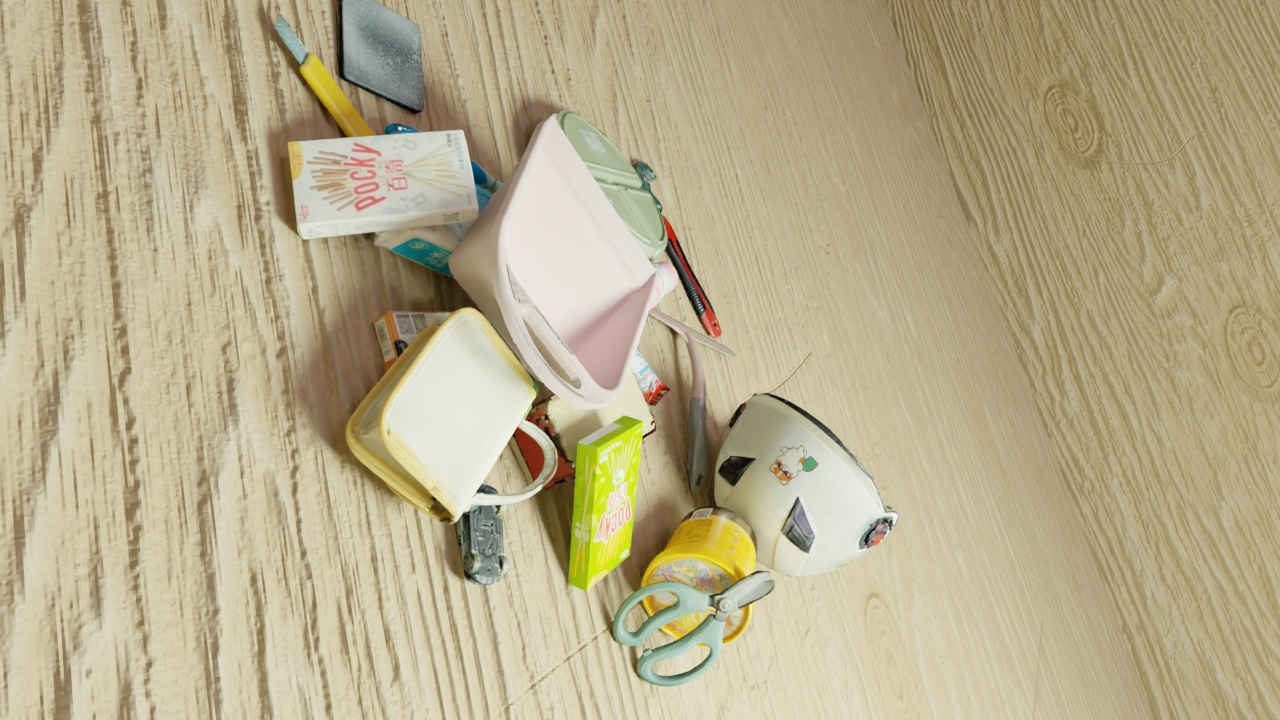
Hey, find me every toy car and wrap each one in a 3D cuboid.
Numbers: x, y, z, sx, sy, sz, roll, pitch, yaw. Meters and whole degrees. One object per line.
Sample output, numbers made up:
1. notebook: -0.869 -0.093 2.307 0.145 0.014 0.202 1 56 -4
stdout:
1. toy car: -0.143 0.155 0.815 0.043 0.034 0.090 19 56 -50

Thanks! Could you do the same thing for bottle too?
1. bottle: -0.026 -0.071 1.064 0.196 0.068 0.068 -29 93 -48

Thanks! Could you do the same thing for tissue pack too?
1. tissue pack: -0.196 -0.136 0.898 0.140 0.063 0.089 25 59 -46

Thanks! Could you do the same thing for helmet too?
1. helmet: 0.175 0.167 1.098 0.230 0.157 0.274 41 -5 22

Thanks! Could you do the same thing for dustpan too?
1. dustpan: -0.055 -0.084 0.879 0.222 0.139 0.272 51 59 -30

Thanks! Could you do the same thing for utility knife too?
1. utility knife: -0.289 -0.243 0.884 0.195 0.015 0.033 56 35 -18

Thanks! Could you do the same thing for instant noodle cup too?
1. instant noodle cup: 0.072 0.227 0.996 0.118 0.119 0.114 57 27 -12

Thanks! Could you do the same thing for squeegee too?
1. squeegee: 0.068 0.047 1.168 0.247 0.040 0.249 26 51 -44

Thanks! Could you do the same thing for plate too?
1. plate: -0.039 -0.222 1.152 0.230 0.028 0.229 46 23 -26

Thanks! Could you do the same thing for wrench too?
1. wrench: 0.050 -0.156 1.293 0.056 0.016 0.273 -21 86 -56

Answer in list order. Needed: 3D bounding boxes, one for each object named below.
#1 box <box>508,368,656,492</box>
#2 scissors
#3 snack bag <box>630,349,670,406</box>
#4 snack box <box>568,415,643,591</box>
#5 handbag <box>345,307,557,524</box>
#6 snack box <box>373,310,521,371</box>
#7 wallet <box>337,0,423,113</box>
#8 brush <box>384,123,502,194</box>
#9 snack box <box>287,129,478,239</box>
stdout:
1. box: -0.053 0.063 0.954 0.168 0.080 0.091 -25 91 -57
2. scissors: 0.047 0.241 0.918 0.132 0.186 0.019 40 7 -7
3. snack bag: -0.007 0.006 1.100 0.104 0.026 0.048 55 39 -10
4. snack box: -0.034 0.140 0.904 0.085 0.026 0.156 -26 127 -56
5. handbag: -0.150 0.065 0.801 0.179 0.063 0.162 51 44 -24
6. snack box: -0.178 -0.009 0.878 0.153 0.026 0.075 -4 74 -54
7. wallet: -0.273 -0.325 0.961 0.097 0.019 0.120 15 59 -46
8. brush: -0.140 -0.167 1.011 0.314 0.061 0.109 11 55 -50
9. snack box: -0.230 -0.160 0.823 0.156 0.027 0.084 -8 72 -16
